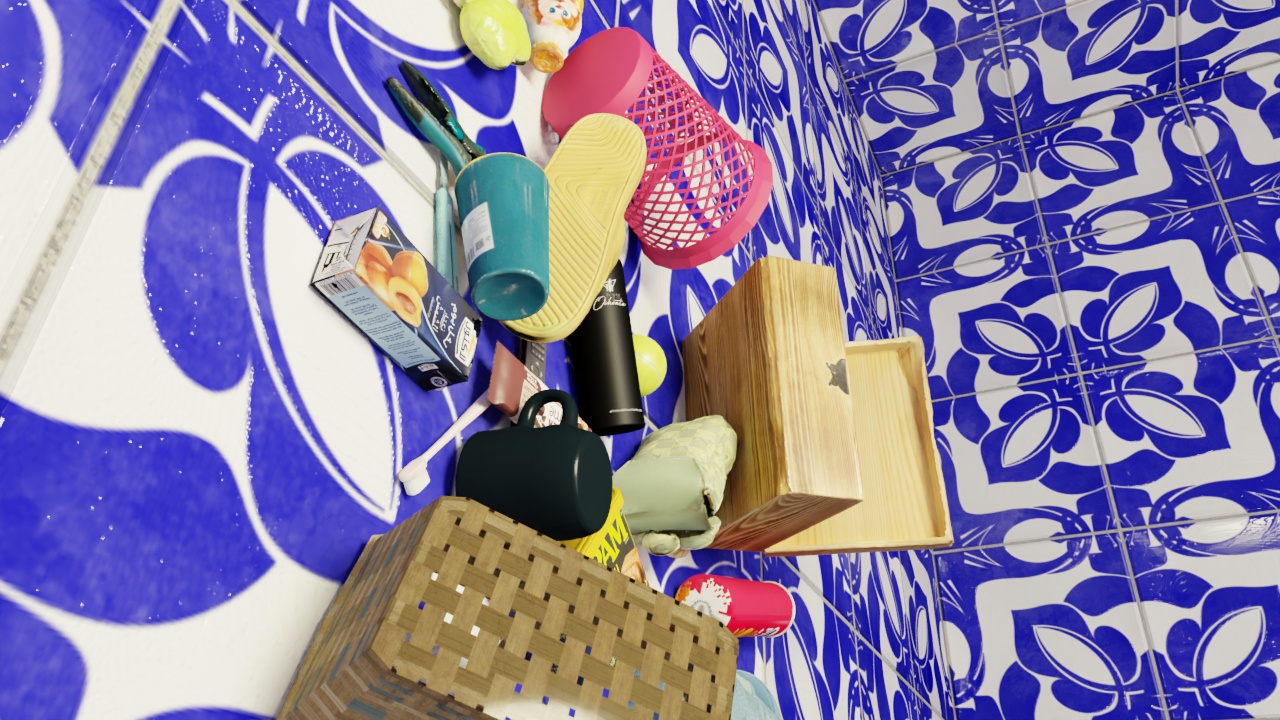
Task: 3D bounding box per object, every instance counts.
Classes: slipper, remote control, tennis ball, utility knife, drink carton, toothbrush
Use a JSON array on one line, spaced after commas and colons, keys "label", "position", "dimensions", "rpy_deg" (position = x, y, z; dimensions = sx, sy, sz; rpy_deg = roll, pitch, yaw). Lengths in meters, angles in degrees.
[{"label": "slipper", "position": [-0.065, -0.117, 0.837], "dimensions": [0.079, 0.099, 0.262], "rpy_deg": [106, 5, -59]}, {"label": "remote control", "position": [-0.097, 0.022, 0.797], "dimensions": [0.032, 0.015, 0.136], "rpy_deg": [43, 40, -52]}, {"label": "tennis ball", "position": [-0.006, 0.006, 0.950], "dimensions": [0.065, 0.065, 0.065], "rpy_deg": [43, 41, -52]}, {"label": "utility knife", "position": [-0.159, -0.123, 0.742], "dimensions": [0.022, 0.016, 0.179], "rpy_deg": [32, 46, -59]}, {"label": "drink carton", "position": [-0.165, -0.040, 0.645], "dimensions": [0.130, 0.040, 0.064], "rpy_deg": [52, 34, -44]}, {"label": "toothbrush", "position": [-0.133, 0.049, 0.703], "dimensions": [0.180, 0.016, 0.018], "rpy_deg": [-55, 134, -60]}]

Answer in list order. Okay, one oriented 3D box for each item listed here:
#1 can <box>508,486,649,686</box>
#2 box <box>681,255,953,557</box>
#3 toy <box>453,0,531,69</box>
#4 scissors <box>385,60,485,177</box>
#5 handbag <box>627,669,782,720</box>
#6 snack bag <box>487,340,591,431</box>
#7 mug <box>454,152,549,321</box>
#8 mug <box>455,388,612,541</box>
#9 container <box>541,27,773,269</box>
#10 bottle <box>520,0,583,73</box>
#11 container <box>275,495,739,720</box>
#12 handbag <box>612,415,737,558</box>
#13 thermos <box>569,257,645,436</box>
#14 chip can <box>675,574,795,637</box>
[{"label": "can", "position": [-0.051, 0.183, 0.747], "dimensions": [0.135, 0.075, 0.104], "rpy_deg": [-54, 130, -60]}, {"label": "box", "position": [0.225, 0.083, 1.106], "dimensions": [0.315, 0.283, 0.278], "rpy_deg": [8, 64, -21]}, {"label": "toy", "position": [-0.143, -0.322, 0.841], "dimensions": [0.115, 0.046, 0.091], "rpy_deg": [62, 25, -15]}, {"label": "scissors", "position": [-0.153, -0.184, 0.757], "dimensions": [0.128, 0.019, 0.140], "rpy_deg": [0, 72, -59]}, {"label": "handbag", "position": [0.062, 0.331, 0.873], "dimensions": [0.192, 0.122, 0.118], "rpy_deg": [53, 33, -34]}, {"label": "snack bag", "position": [-0.081, 0.047, 0.780], "dimensions": [0.158, 0.013, 0.056], "rpy_deg": [50, 37, -47]}, {"label": "mug", "position": [-0.106, -0.095, 0.721], "dimensions": [0.078, 0.078, 0.121], "rpy_deg": [49, 24, -48]}, {"label": "mug", "position": [-0.075, 0.077, 0.699], "dimensions": [0.085, 0.095, 0.121], "rpy_deg": [57, 34, -55]}, {"label": "container", "position": [0.011, -0.237, 1.005], "dimensions": [0.225, 0.184, 0.182], "rpy_deg": [39, 43, -44]}, {"label": "bottle", "position": [-0.092, -0.343, 0.940], "dimensions": [0.063, 0.063, 0.108], "rpy_deg": [48, 36, -48]}, {"label": "container", "position": [-0.079, 0.212, 0.563], "dimensions": [0.250, 0.187, 0.157], "rpy_deg": [28, 40, -11]}, {"label": "handbag", "position": [0.044, 0.134, 0.943], "dimensions": [0.186, 0.113, 0.117], "rpy_deg": [-49, 130, -63]}, {"label": "thermos", "position": [-0.041, -0.044, 0.901], "dimensions": [0.061, 0.061, 0.231], "rpy_deg": [16, 63, -64]}, {"label": "chip can", "position": [0.114, 0.288, 1.070], "dimensions": [0.220, 0.069, 0.069], "rpy_deg": [29, 52, -59]}]
